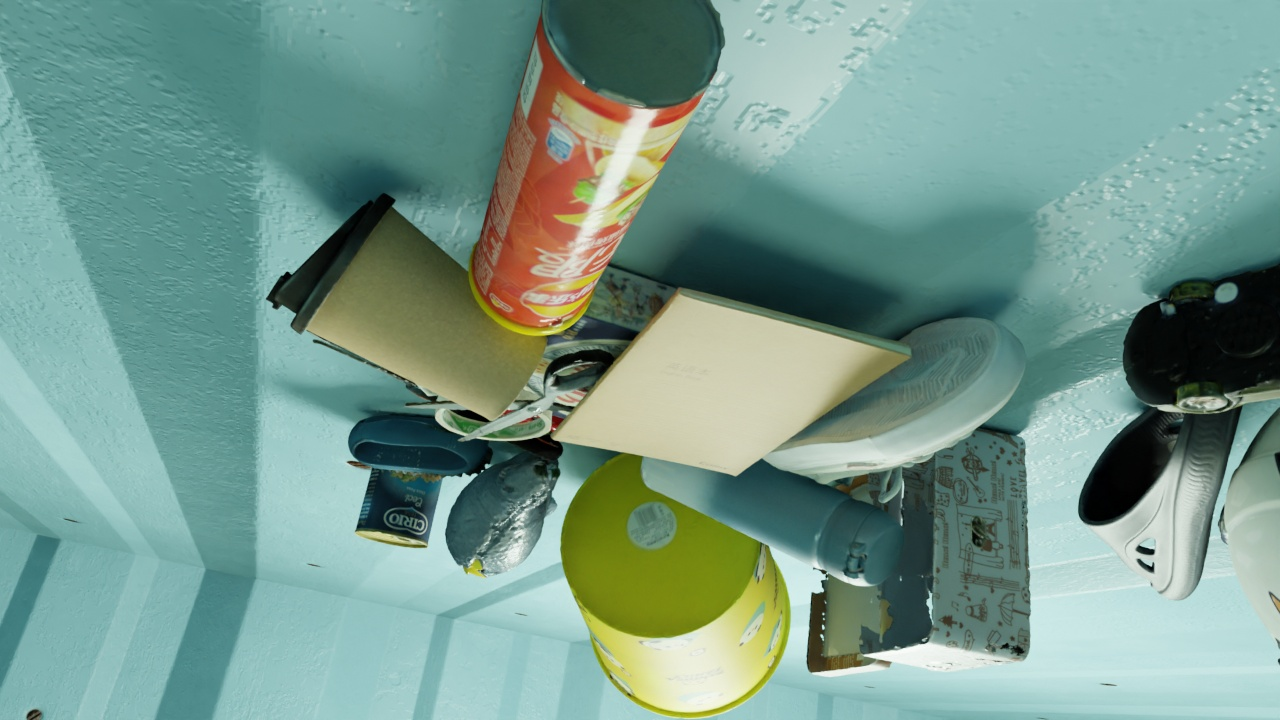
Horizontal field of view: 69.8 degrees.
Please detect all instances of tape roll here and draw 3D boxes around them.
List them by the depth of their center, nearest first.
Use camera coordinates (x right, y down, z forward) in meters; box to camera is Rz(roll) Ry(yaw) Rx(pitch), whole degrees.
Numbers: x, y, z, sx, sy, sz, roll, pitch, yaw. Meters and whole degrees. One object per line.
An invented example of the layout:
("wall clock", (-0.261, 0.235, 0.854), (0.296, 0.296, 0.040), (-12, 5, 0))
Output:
("tape roll", (-0.108, 0.040, 0.679), (0.086, 0.013, 0.086), (2, 156, 1))

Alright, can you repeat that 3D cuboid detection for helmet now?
("helmet", (0.403, 0.067, 0.465), (0.157, 0.230, 0.274), (46, 180, 8))

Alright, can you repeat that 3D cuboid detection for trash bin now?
("trash bin", (0.034, 0.220, 0.925), (0.230, 0.229, 0.255), (4, 151, 13))

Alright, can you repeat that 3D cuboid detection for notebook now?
("notebook", (0.046, 0.023, 0.588), (0.149, 0.012, 0.212), (13, 150, -20))

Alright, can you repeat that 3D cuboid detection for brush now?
("brush", (-0.218, 0.080, 0.890), (0.144, 0.055, 0.073), (4, 159, 12))

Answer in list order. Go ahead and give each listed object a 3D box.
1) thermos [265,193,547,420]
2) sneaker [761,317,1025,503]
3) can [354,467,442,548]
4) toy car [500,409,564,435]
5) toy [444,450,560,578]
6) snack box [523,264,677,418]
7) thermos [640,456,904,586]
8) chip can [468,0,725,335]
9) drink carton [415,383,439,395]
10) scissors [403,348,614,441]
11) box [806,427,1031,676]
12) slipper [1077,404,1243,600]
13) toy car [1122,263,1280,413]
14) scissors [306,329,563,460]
("thermos", (-0.129, -0.027, 0.531), (0.143, 0.092, 0.093), (36, 149, -17))
("sneaker", (0.173, 0.046, 0.612), (0.090, 0.089, 0.243), (33, 155, -13))
("can", (-0.246, 0.133, 0.956), (0.075, 0.111, 0.075), (8, 159, 3))
("toy car", (-0.099, 0.023, 0.722), (0.106, 0.049, 0.031), (23, 152, -29))
("toy", (-0.132, 0.154, 0.917), (0.091, 0.137, 0.357), (51, 165, 7))
("snack box", (-0.004, 0.004, 0.646), (0.182, 0.045, 0.178), (16, 155, -17))
("thermos", (0.102, 0.113, 0.738), (0.221, 0.070, 0.070), (20, 167, 38))
("chip can", (-0.032, -0.084, 0.423), (0.073, 0.073, 0.217), (14, 156, -11))
("drink carton", (-0.147, -0.021, 0.634), (0.045, 0.053, 0.122), (1, 156, 10))
("scissors", (-0.070, 0.031, 0.627), (0.181, 0.014, 0.160), (5, 151, -13))
("box", (0.219, 0.171, 0.781), (0.082, 0.176, 0.261), (13, 155, -8))
("slipper", (0.350, 0.075, 0.622), (0.083, 0.110, 0.268), (15, 157, 31))
("toy car", (0.318, -0.016, 0.449), (0.042, 0.070, 0.158), (22, 156, -30))
("scissors", (-0.157, 0.030, 0.755), (0.205, 0.021, 0.224), (25, 176, 31))
